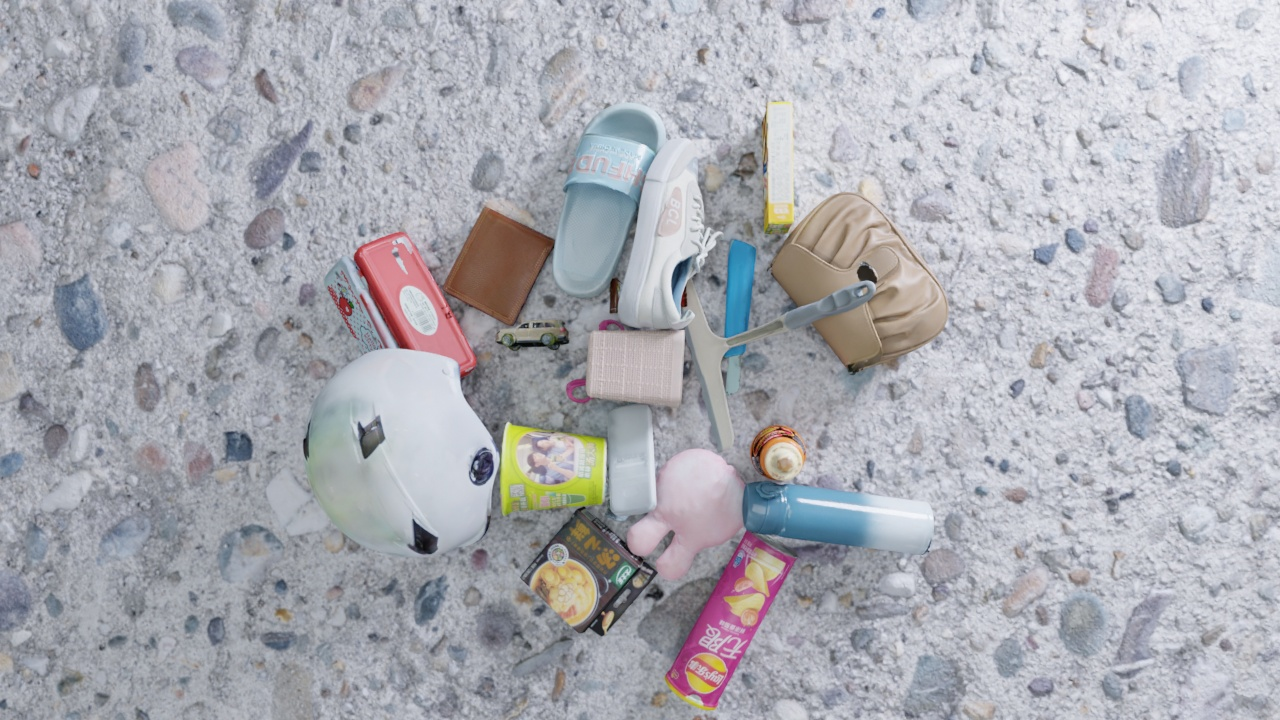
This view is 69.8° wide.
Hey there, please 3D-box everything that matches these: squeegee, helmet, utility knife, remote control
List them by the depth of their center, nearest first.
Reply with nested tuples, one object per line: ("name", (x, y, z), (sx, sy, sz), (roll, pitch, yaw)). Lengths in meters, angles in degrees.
("helmet", (-0.290, 0.121, 1.047), (0.230, 0.145, 0.259), (-4, 103, 35))
("squeegee", (0.164, -0.044, 1.060), (0.247, 0.039, 0.246), (-22, 79, 36))
("remote control", (-0.011, 0.117, 1.092), (0.056, 0.020, 0.135), (-12, 63, 17))
("utility knife", (0.118, -0.052, 1.120), (0.034, 0.018, 0.192), (5, 92, 20))

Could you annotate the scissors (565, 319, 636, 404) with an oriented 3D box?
("scissors", (-0.029, 0.012, 1.136), (0.133, 0.017, 0.136), (-10, 88, 1))

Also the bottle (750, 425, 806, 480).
("bottle", (0.161, 0.111, 1.051), (0.067, 0.149, 0.066), (0, 90, 5))

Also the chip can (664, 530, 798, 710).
("chip can", (0.108, 0.307, 1.097), (0.071, 0.071, 0.210), (28, 92, 4))

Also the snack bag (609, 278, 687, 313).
("snack bag", (0.010, -0.083, 1.120), (0.104, 0.026, 0.048), (-2, 83, 17))

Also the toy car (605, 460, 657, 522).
("toy car", (-0.009, 0.157, 1.121), (0.034, 0.043, 0.090), (37, 92, 6))

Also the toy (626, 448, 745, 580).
("toy", (0.057, 0.185, 1.109), (0.121, 0.054, 0.159), (42, 94, 1))

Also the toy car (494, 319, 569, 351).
("toy car", (-0.134, -0.031, 1.132), (0.090, 0.042, 0.035), (-4, 80, 4))

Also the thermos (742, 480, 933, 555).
("thermos", (0.226, 0.182, 1.067), (0.220, 0.070, 0.070), (9, 91, -6))

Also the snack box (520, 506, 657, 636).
("snack box", (-0.063, 0.263, 1.127), (0.125, 0.053, 0.113), (40, 94, 9))

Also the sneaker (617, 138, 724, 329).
("sneaker", (0.047, -0.149, 1.067), (0.091, 0.089, 0.242), (9, 75, 17))

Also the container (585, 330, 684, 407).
("container", (-0.006, 0.006, 1.088), (0.111, 0.090, 0.090), (3, 91, 0))

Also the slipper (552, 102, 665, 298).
("slipper", (-0.048, -0.195, 1.107), (0.104, 0.074, 0.245), (18, 93, 6))

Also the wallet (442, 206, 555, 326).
("wallet", (-0.175, -0.116, 1.142), (0.101, 0.032, 0.124), (27, 93, 2))

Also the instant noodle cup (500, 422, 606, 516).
("instant noodle cup", (-0.101, 0.132, 1.103), (0.123, 0.111, 0.111), (2, 90, -3))

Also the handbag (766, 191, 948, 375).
("handbag", (0.255, -0.090, 1.066), (0.148, 0.099, 0.204), (-38, 83, 5))

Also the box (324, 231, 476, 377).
("box", (-0.305, -0.046, 1.150), (0.116, 0.099, 0.201), (-28, 87, -29))

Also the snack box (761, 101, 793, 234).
("snack box", (0.161, -0.224, 1.080), (0.034, 0.087, 0.140), (-3, 90, 4))
